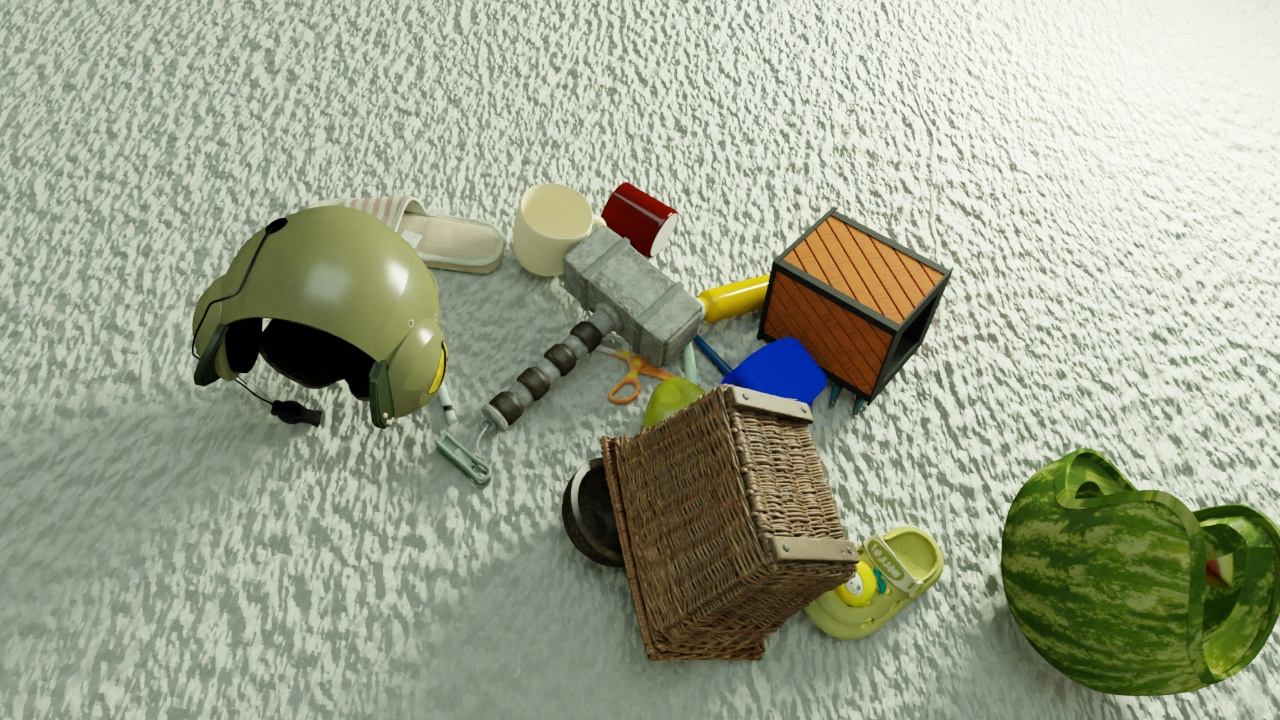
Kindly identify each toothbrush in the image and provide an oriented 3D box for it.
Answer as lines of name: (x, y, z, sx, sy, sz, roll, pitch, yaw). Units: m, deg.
toothbrush: (-0.253, -0.004, 1.107, 0.012, 0.017, 0.186, -24, 62, -2)
toothbrush: (0.074, -0.026, 1.190, 0.014, 0.014, 0.167, -32, 68, -27)
toothbrush: (0.059, -0.020, 1.170, 0.022, 0.015, 0.154, 9, 61, -30)

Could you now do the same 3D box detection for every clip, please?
clip: (-0.198, 0.114, 1.031, 0.076, 0.044, 0.023, 36, 62, 14)

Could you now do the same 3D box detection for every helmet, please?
helmet: (-0.317, -0.035, 0.956, 0.250, 0.256, 0.232, 14, 57, -3)
helmet: (0.501, 0.225, 0.964, 0.213, 0.247, 0.243, 9, 94, -31)

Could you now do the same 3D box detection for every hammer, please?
hammer: (-0.091, -0.007, 1.102, 0.177, 0.080, 0.325, 41, 68, 16)

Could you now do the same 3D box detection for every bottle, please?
bottle: (0.119, -0.079, 1.201, 0.143, 0.043, 0.043, -16, 60, -33)

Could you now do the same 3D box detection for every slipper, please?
slipper: (0.266, 0.235, 1.008, 0.190, 0.082, 0.091, -20, 64, -26)
slipper: (-0.308, -0.166, 1.188, 0.263, 0.052, 0.114, 7, 54, -7)

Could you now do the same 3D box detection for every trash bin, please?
trash bin: (0.267, -0.071, 1.165, 0.172, 0.140, 0.139, 33, 56, 23)

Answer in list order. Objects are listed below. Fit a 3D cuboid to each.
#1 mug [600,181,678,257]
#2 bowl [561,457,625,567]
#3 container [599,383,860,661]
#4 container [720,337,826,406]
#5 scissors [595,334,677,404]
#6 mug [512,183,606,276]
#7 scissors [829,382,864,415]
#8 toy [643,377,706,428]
mug: (-0.011, -0.178, 1.250, 0.082, 0.073, 0.105, 32, 84, 11)
bowl: (-0.038, 0.172, 0.997, 0.121, 0.056, 0.121, 22, 48, -27)
container: (0.093, 0.154, 0.935, 0.162, 0.184, 0.249, 13, 49, -38)
container: (0.168, 0.028, 1.133, 0.114, 0.058, 0.096, -29, 76, -29)
scissors: (-0.009, 0.003, 1.154, 0.131, 0.011, 0.125, 36, 58, 14)
mug: (-0.107, -0.161, 1.195, 0.120, 0.100, 0.096, 2, 57, -18)
scissors: (0.278, 0.011, 1.201, 0.145, 0.019, 0.133, -15, 55, -15)
toy: (0.060, 0.070, 1.098, 0.110, 0.051, 0.089, 21, 57, 1)
